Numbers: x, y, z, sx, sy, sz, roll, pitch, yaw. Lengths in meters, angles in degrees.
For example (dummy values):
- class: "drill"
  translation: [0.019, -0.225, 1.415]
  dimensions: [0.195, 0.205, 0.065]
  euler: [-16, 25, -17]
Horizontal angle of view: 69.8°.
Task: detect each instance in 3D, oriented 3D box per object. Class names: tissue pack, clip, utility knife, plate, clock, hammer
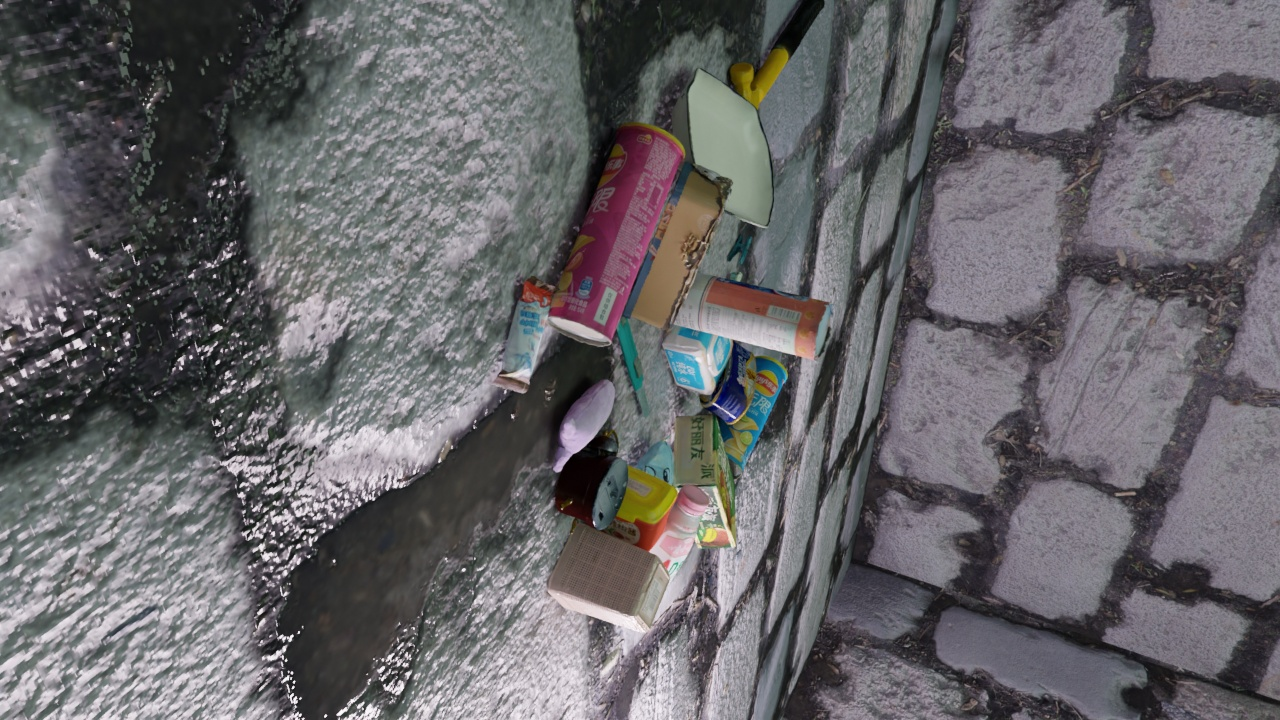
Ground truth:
- class: "tissue pack"
  translation: [0.081, -0.022, 1.223]
  dimensions: [0.089, 0.063, 0.140]
  euler: [-64, 156, -24]
- class: "clip"
  translation: [0.147, -0.163, 1.344]
  dimensions: [0.014, 0.042, 0.056]
  euler: [80, 32, -51]
- class: "utility knife"
  translation: [-0.007, 0.006, 1.098]
  dimensions: [0.029, 0.013, 0.216]
  euler: [-61, 155, -30]
- class: "plate"
  translation: [0.100, -0.244, 1.093]
  dimensions: [0.265, 0.034, 0.162]
  euler: [-1, 85, -63]
- class: "clock"
  translation: [-0.049, 0.132, 1.027]
  dimensions: [0.121, 0.055, 0.082]
  euler: [-61, 154, -32]
- class: "hammer"
  translation: [0.191, -0.418, 1.262]
  dimensions: [0.299, 0.033, 0.129]
  euler: [-59, 154, -33]

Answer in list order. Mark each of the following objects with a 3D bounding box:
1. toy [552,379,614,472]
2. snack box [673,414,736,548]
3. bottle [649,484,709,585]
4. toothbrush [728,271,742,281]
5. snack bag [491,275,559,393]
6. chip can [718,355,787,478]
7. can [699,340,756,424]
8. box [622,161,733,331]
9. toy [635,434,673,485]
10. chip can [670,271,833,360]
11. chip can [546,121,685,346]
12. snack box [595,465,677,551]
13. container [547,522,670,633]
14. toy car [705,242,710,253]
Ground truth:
- class: "toy"
  translation: [-0.059, 0.063, 0.980]
  dimensions: [0.107, 0.039, 0.084]
  euler: [-54, 168, -47]
- class: "snack box"
  translation: [0.097, 0.184, 1.357]
  dimensions: [0.240, 0.063, 0.114]
  euler: [69, 20, -55]
- class: "bottle"
  translation: [0.024, 0.245, 1.181]
  dimensions: [0.197, 0.068, 0.068]
  euler: [-60, 164, 23]
- class: "toothbrush"
  translation: [0.107, -0.044, 1.334]
  dimensions: [0.189, 0.020, 0.029]
  euler: [-67, -170, -14]
- class: "snack bag"
  translation: [-0.103, -0.023, 0.830]
  dimensions: [0.048, 0.026, 0.104]
  euler: [19, 86, -56]
- class: "chip can"
  translation: [0.173, 0.091, 1.511]
  dimensions: [0.209, 0.071, 0.071]
  euler: [-59, 154, -31]
- class: "can"
  translation: [0.123, 0.026, 1.302]
  dimensions: [0.075, 0.049, 0.147]
  euler: [-48, -162, 31]
- class: "box"
  translation: [0.037, -0.115, 0.984]
  dimensions: [0.089, 0.061, 0.185]
  euler: [-70, -175, -59]
- class: "toy"
  translation: [0.016, 0.169, 1.217]
  dimensions: [0.161, 0.050, 0.156]
  euler: [1, 103, -75]
- class: "chip can"
  translation: [0.111, -0.058, 1.066]
  dimensions: [0.071, 0.215, 0.071]
  euler: [-48, 146, -48]
- class: "chip can"
  translation: [-0.025, -0.122, 0.892]
  dimensions: [0.210, 0.071, 0.071]
  euler: [-69, 158, -11]
- class: "snack box"
  translation: [-0.009, 0.181, 1.113]
  dimensions: [0.081, 0.091, 0.080]
  euler: [-46, 151, -49]
- class: "container"
  translation: [-0.033, 0.257, 1.073]
  dimensions: [0.090, 0.111, 0.090]
  euler: [-65, 156, -23]
- class: "toy car"
  translation: [0.067, -0.170, 1.116]
  dimensions: [0.036, 0.043, 0.091]
  euler: [-12, 114, -68]
